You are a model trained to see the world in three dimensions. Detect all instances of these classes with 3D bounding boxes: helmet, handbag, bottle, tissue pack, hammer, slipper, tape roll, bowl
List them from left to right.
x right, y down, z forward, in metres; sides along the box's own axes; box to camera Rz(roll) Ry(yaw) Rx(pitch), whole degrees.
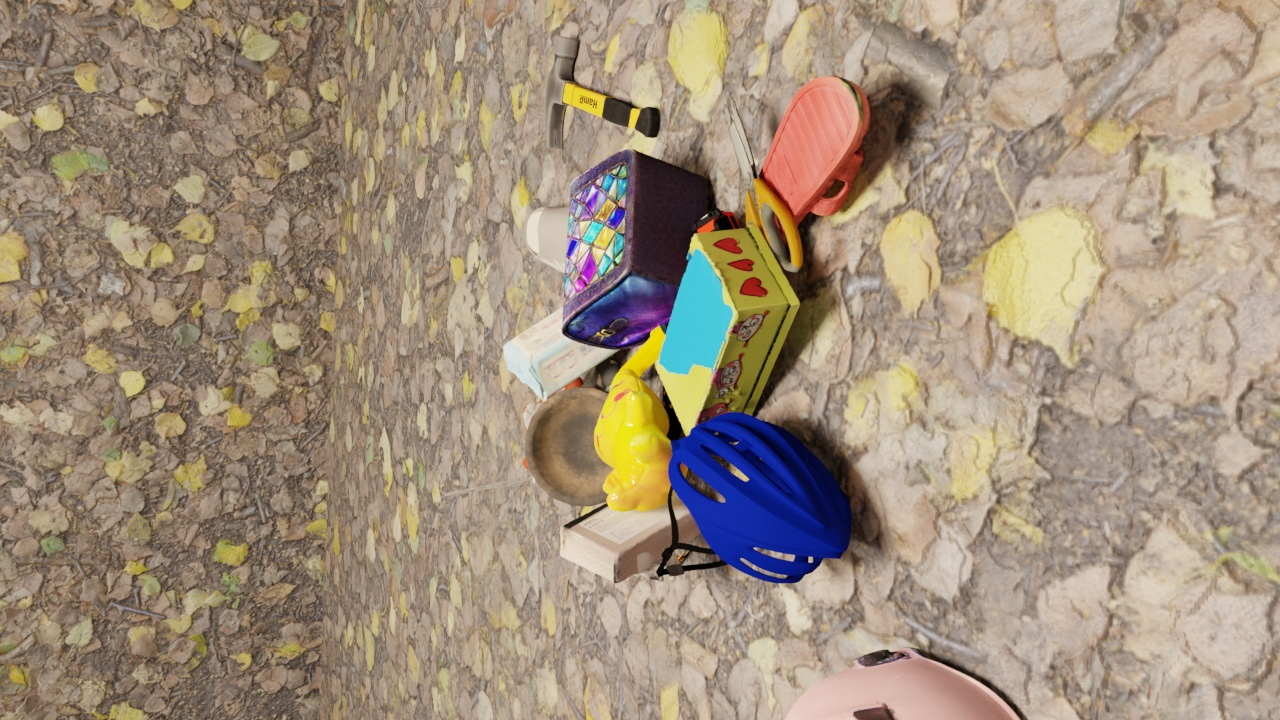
[{"bbox_3d":[-0.135,-0.194,1.421,0.266,0.080,0.113,22,106,57],"label":"slipper"},{"bbox_3d":[-0.102,0.039,1.340,0.013,0.093,0.093,54,159,-24],"label":"tape roll"},{"bbox_3d":[-0.097,-0.027,1.295,0.112,0.181,0.070,34,153,58],"label":"tissue pack"},{"bbox_3d":[-0.073,0.116,1.261,0.070,0.162,0.162,4,-94,-82],"label":"bowl"},{"bbox_3d":[-0.062,-0.373,1.353,0.324,0.034,0.170,38,123,51],"label":"hammer"},{"bbox_3d":[-0.050,0.005,1.326,0.113,0.030,0.030,62,139,38],"label":"bottle"},{"bbox_3d":[-0.024,-0.134,1.158,0.223,0.125,0.204,-26,56,52],"label":"handbag"},{"bbox_3d":[0.000,0.206,1.076,0.104,0.181,0.071,18,111,34],"label":"tissue pack"},{"bbox_3d":[0.040,0.110,1.177,0.123,0.036,0.321,23,111,51],"label":"hammer"},{"bbox_3d":[0.103,0.172,0.956,0.241,0.147,0.228,45,124,43],"label":"helmet"},{"bbox_3d":[0.175,-0.195,0.928,0.249,0.059,0.103,122,136,-65],"label":"slipper"},{"bbox_3d":[0.211,0.372,0.791,0.256,0.152,0.229,-33,59,48],"label":"helmet"}]

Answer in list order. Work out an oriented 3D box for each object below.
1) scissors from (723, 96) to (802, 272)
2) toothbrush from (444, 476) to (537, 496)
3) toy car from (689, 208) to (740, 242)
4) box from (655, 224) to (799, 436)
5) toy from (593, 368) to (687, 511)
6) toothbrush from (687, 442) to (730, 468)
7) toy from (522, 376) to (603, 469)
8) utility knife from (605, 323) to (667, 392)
[{"bbox_3d":[0.120,-0.176,0.990,0.134,0.016,0.227,113,143,-61],"label":"scissors"},{"bbox_3d":[-0.226,0.202,1.472,0.010,0.181,0.010,36,125,50],"label":"toothbrush"},{"bbox_3d":[0.100,-0.126,1.060,0.051,0.048,0.100,-29,86,46],"label":"toy car"},{"bbox_3d":[0.090,-0.028,1.004,0.222,0.081,0.124,106,148,-46],"label":"box"},{"bbox_3d":[0.000,0.094,1.109,0.193,0.087,0.135,-120,42,-66],"label":"toy"},{"bbox_3d":[0.066,0.117,1.118,0.135,0.021,0.016,-36,53,34],"label":"toothbrush"},{"bbox_3d":[-0.123,0.099,1.386,0.163,0.093,0.173,-63,28,-5],"label":"toy"},{"bbox_3d":[-0.007,0.007,1.202,0.030,0.019,0.219,52,143,5],"label":"utility knife"}]
